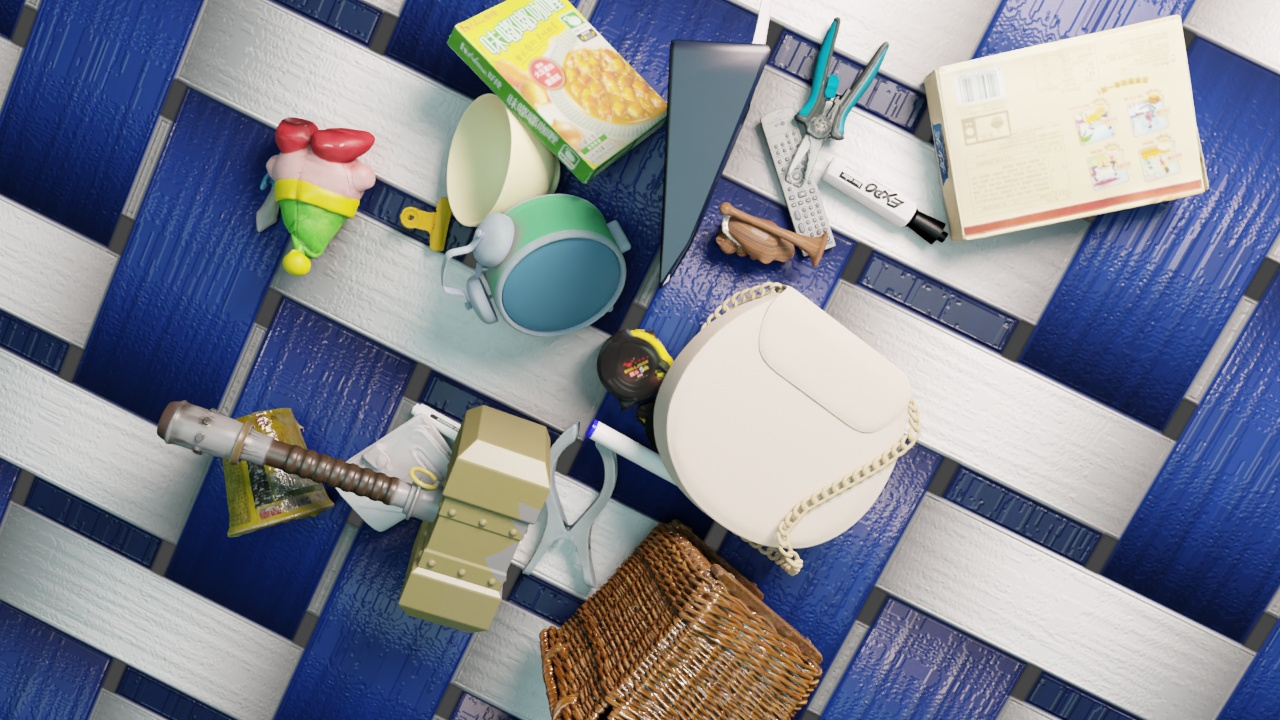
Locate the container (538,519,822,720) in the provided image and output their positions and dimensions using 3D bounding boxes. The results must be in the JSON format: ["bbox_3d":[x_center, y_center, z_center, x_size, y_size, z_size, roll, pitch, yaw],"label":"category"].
[{"bbox_3d":[0.034,0.263,0.797,0.162,0.250,0.183,41,87,-11],"label":"container"}]

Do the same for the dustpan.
[{"bbox_3d":[0.065,-0.196,0.744,0.080,0.236,0.273,3,97,3],"label":"dustpan"}]

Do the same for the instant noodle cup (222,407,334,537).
[{"bbox_3d":[-0.362,0.107,0.892,0.102,0.102,0.108,-17,86,6],"label":"instant noodle cup"}]

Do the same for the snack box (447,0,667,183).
[{"bbox_3d":[-0.066,-0.249,0.811,0.168,0.131,0.027,45,141,-1],"label":"snack box"}]

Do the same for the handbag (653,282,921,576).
[{"bbox_3d":[0.125,0.057,0.816,0.210,0.103,0.208,36,87,-10],"label":"handbag"}]

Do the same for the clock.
[{"bbox_3d":[-0.097,-0.084,0.818,0.161,0.075,0.122,-5,137,-24],"label":"clock"}]

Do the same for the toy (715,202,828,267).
[{"bbox_3d":[0.115,-0.111,0.842,0.102,0.055,0.041,23,61,0],"label":"toy"}]

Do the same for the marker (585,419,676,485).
[{"bbox_3d":[0.013,0.097,0.877,0.141,0.020,0.020,30,98,-11],"label":"marker"}]

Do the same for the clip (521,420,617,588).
[{"bbox_3d":[-0.081,0.138,0.901,0.108,0.028,0.163,8,96,4],"label":"clip"}]

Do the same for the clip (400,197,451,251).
[{"bbox_3d":[-0.207,-0.133,0.878,0.046,0.035,0.053,13,99,-4],"label":"clip"}]

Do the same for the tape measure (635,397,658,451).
[{"bbox_3d":[0.034,0.061,0.875,0.067,0.038,0.062,-23,95,6],"label":"tape measure"}]

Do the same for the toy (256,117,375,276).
[{"bbox_3d":[-0.314,-0.155,0.858,0.124,0.096,0.132,13,117,9],"label":"toy"}]

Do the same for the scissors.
[{"bbox_3d":[0.174,-0.241,0.834,0.122,0.019,0.149,-14,95,-3],"label":"scissors"}]

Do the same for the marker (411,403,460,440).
[{"bbox_3d":[-0.166,0.078,0.906,0.133,0.017,0.020,29,61,1],"label":"marker"}]

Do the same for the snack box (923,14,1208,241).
[{"bbox_3d":[0.370,-0.200,0.808,0.207,0.055,0.153,-11,95,6],"label":"snack box"}]

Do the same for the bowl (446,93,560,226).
[{"bbox_3d":[-0.116,-0.175,0.838,0.074,0.118,0.118,5,99,-38],"label":"bowl"}]

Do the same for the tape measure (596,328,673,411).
[{"bbox_3d":[-0.005,0.005,0.872,0.071,0.042,0.072,-27,98,8],"label":"tape measure"}]

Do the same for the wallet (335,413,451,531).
[{"bbox_3d":[-0.236,0.114,0.899,0.116,0.032,0.086,-36,105,12],"label":"wallet"}]

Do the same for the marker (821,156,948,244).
[{"bbox_3d":[0.226,-0.145,0.842,0.126,0.025,0.025,32,98,1],"label":"marker"}]

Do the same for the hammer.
[{"bbox_3d":[-0.261,0.106,0.823,0.324,0.100,0.190,21,107,-12],"label":"hammer"}]

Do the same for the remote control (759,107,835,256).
[{"bbox_3d":[0.146,-0.166,0.852,0.033,0.013,0.136,-18,95,6],"label":"remote control"}]
